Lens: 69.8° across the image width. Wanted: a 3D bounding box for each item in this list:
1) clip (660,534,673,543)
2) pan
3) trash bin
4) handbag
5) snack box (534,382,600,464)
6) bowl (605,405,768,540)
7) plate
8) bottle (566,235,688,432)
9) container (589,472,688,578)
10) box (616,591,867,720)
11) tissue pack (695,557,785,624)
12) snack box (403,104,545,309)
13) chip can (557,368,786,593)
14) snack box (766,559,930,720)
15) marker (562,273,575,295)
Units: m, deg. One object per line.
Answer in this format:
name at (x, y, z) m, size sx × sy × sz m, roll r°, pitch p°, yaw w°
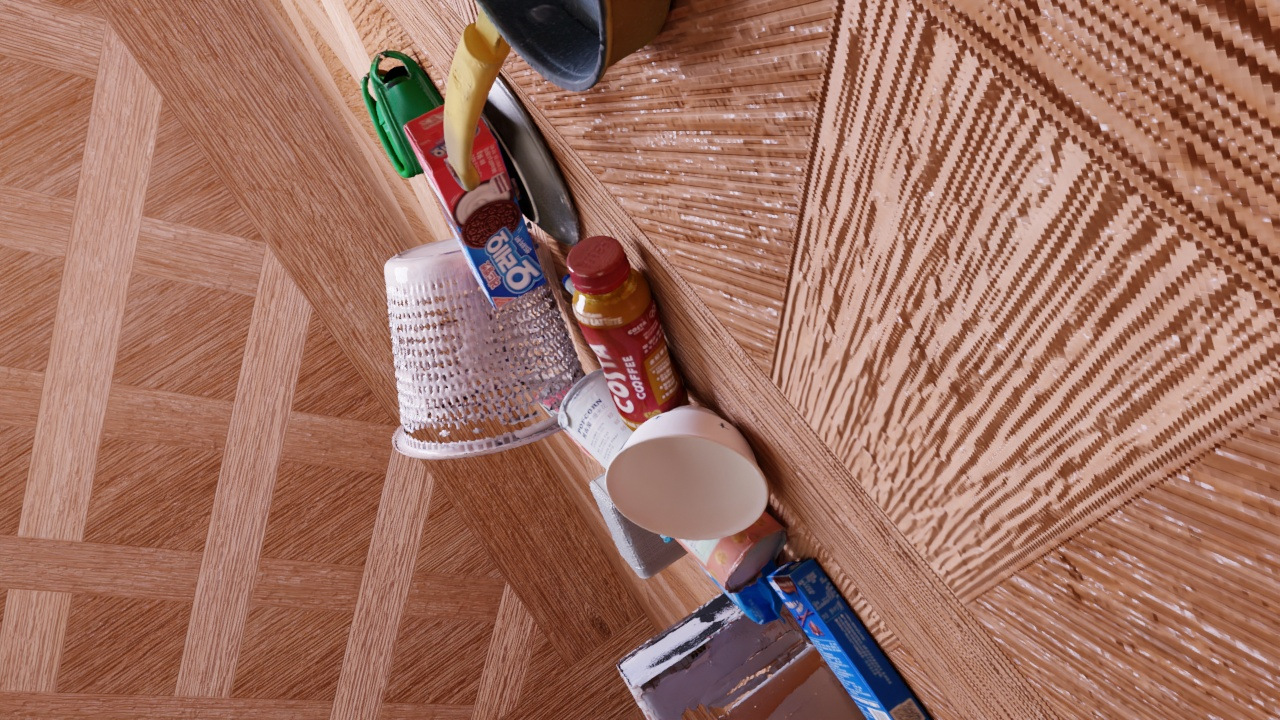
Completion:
clip at (0.029, 0.154, 0.902) m, size 0.049 × 0.015 × 0.056 m, roll 52°, pitch -145°, yaw -35°
pan at (-0.078, -0.180, 0.448) m, size 0.197 × 0.078 × 0.358 m, roll 55°, pitch 169°, yaw 8°
trash bin at (-0.168, -0.028, 0.954) m, size 0.227 × 0.227 × 0.192 m, roll -151°, pitch 47°, yaw -67°
handbag at (-0.249, -0.258, 0.967) m, size 0.120 × 0.068 × 0.131 m, roll 60°, pitch 168°, yaw -16°
snack box at (-0.052, 0.079, 1.065) m, size 0.113 × 0.044 × 0.127 m, roll 52°, pitch 164°, yaw -30°
bowl at (0.037, 0.073, 0.682) m, size 0.064 × 0.118 × 0.118 m, roll -78°, pitch -29°, yaw -46°
plate at (-0.107, -0.166, 0.747) m, size 0.179 × 0.024 × 0.180 m, roll 52°, pitch 168°, yaw 15°
bottle at (-0.010, -0.016, 0.677) m, size 0.057 × 0.057 × 0.175 m, roll 46°, pitch 165°, yaw 41°
container at (0.002, 0.186, 1.125) m, size 0.090 × 0.090 × 0.114 m, roll 34°, pitch 152°, yaw 62°
box at (0.108, 0.347, 0.913) m, size 0.193 × 0.183 × 0.157 m, roll 59°, pitch 170°, yaw 1°
tissue pack at (0.081, 0.173, 0.846) m, size 0.095 × 0.052 × 0.157 m, roll 59°, pitch 169°, yaw -25°
snack box at (-0.130, -0.122, 0.762) m, size 0.057 × 0.058 × 0.208 m, roll 55°, pitch 170°, yaw 24°
chip can at (0.023, 0.096, 0.769) m, size 0.215 × 0.071 × 0.071 m, roll 42°, pitch 163°, yaw 30°
snack box at (0.163, 0.228, 0.722) m, size 0.157 × 0.026 × 0.085 m, roll 54°, pitch 168°, yaw 9°
marker at (-0.031, -0.040, 0.803) m, size 0.146 × 0.017 × 0.017 m, roll 44°, pitch 164°, yaw 46°
